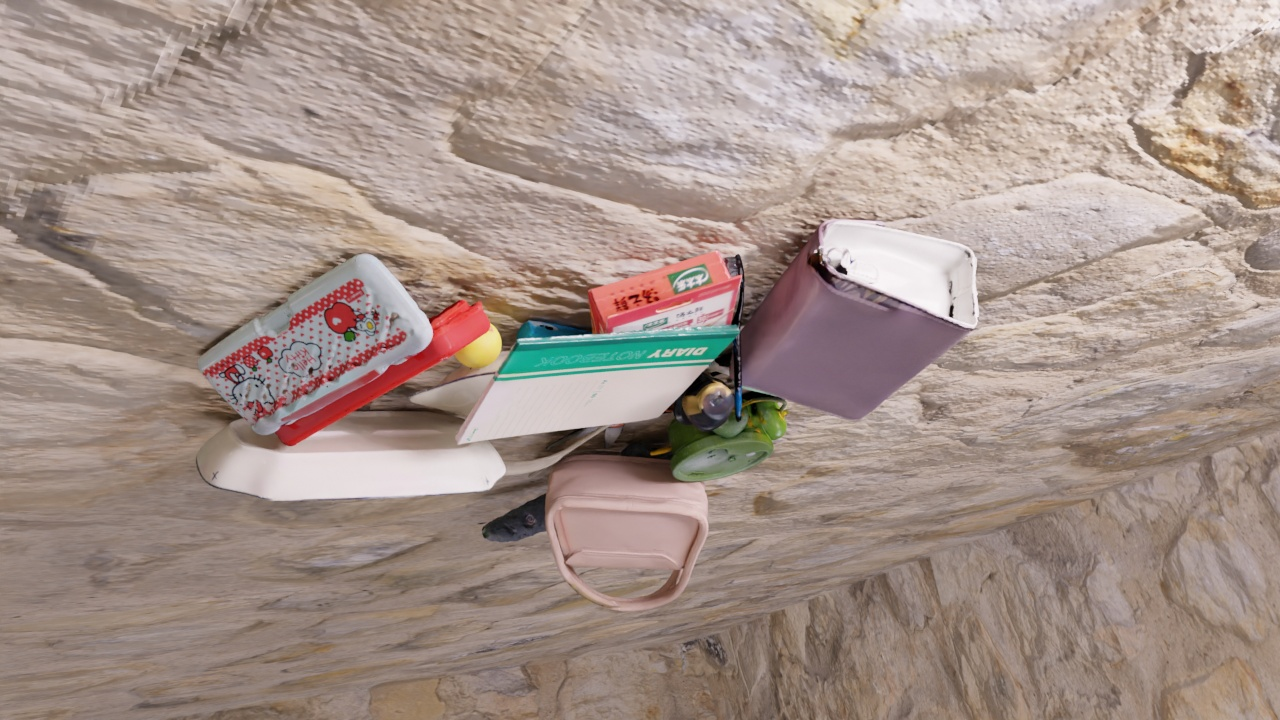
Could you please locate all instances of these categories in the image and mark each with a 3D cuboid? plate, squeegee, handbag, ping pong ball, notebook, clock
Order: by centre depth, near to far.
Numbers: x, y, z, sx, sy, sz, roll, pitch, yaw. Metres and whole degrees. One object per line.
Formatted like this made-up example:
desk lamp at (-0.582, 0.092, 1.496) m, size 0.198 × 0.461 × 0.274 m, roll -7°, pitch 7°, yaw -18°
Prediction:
ping pong ball at (-0.134, -0.014, 0.750) m, size 0.040 × 0.040 × 0.040 m, roll -12°, pitch 157°, yaw -5°
notebook at (-0.035, 0.018, 0.767) m, size 0.208 × 0.012 × 0.151 m, roll -5°, pitch 151°, yaw -34°
handbag at (0.179, -0.035, 0.805) m, size 0.145 × 0.098 × 0.197 m, roll 11°, pitch 151°, yaw -11°
plate at (-0.249, 0.077, 0.820) m, size 0.265 × 0.034 × 0.162 m, roll 2°, pitch -166°, yaw -31°
plate at (-0.108, 0.022, 0.830) m, size 0.164 × 0.034 × 0.163 m, roll -11°, pitch 162°, yaw 23°
squeegee at (-0.173, 0.105, 0.988) m, size 0.246 × 0.039 × 0.247 m, roll 4°, pitch 158°, yaw -29°
clock at (0.096, 0.081, 1.016) m, size 0.116 × 0.056 × 0.162 m, roll 7°, pitch 147°, yaw -40°
handbag at (-0.019, 0.229, 1.125) m, size 0.193 × 0.093 × 0.235 m, roll 3°, pitch 124°, yaw 1°

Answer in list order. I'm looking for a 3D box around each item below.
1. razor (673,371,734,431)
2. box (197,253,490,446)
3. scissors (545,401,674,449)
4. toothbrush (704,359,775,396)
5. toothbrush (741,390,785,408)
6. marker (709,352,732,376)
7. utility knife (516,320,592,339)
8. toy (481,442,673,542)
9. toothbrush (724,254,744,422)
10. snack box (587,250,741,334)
razor at (0.061, 0.036, 0.865) m, size 0.062 × 0.067 × 0.167 m, roll -32°, pitch 178°, yaw -2°
box at (-0.228, -0.012, 0.703) m, size 0.202 × 0.099 × 0.112 m, roll -26°, pitch -171°, yaw 26°
scissors at (-0.013, 0.060, 1.011) m, size 0.231 × 0.021 × 0.221 m, roll -13°, pitch 157°, yaw 6°
toothbrush at (0.117, 0.018, 0.938) m, size 0.027 × 0.027 × 0.224 m, roll -32°, pitch 158°, yaw 24°
toothbrush at (0.159, 0.035, 1.053) m, size 0.213 × 0.026 × 0.027 m, roll -20°, pitch 168°, yaw 14°
marker at (0.130, -0.013, 0.932) m, size 0.132 × 0.020 × 0.022 m, roll -20°, pitch 177°, yaw 17°
utility knife at (-0.028, -0.011, 0.848) m, size 0.209 × 0.018 × 0.034 m, roll 9°, pitch 148°, yaw -44°
toy at (-0.031, 0.170, 1.175) m, size 0.357 × 0.091 × 0.138 m, roll -23°, pitch 140°, yaw 12°
toothbrush at (0.084, -0.014, 0.812) m, size 0.016 × 0.014 × 0.190 m, roll -10°, pitch 131°, yaw -6°
snack box at (0.018, -0.040, 0.759) m, size 0.113 × 0.044 × 0.127 m, roll -18°, pitch 157°, yaw -9°
